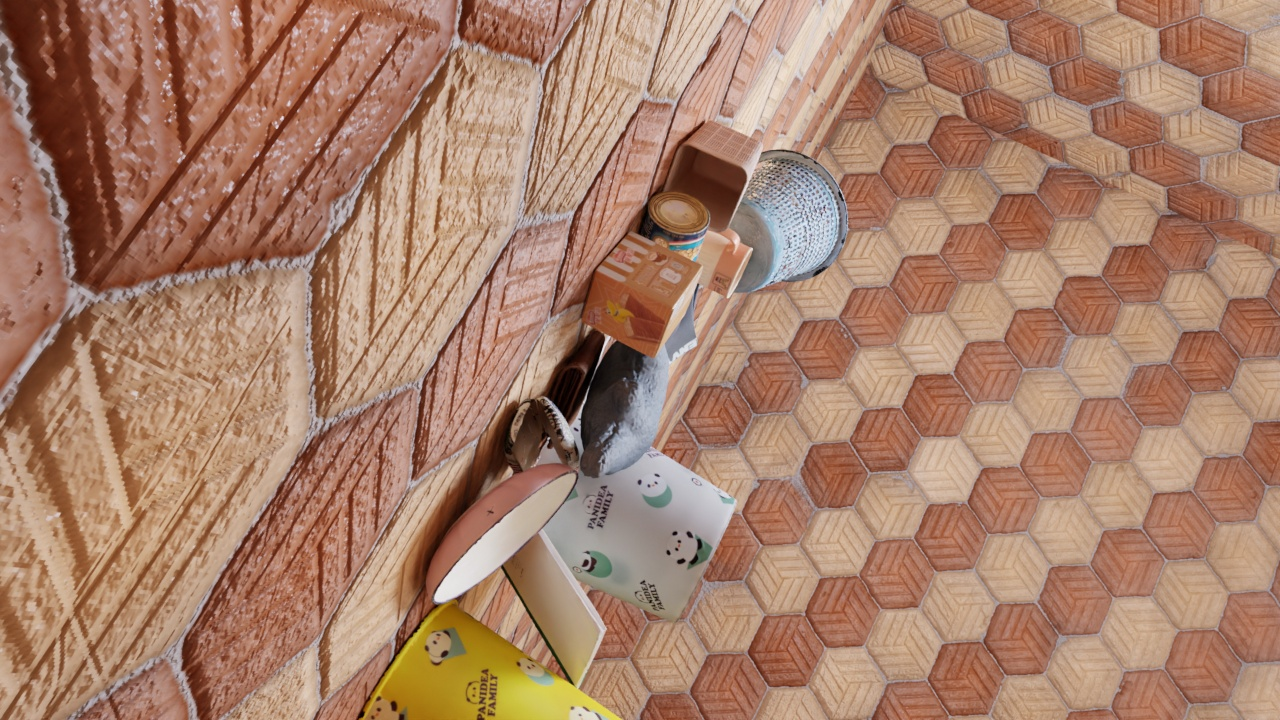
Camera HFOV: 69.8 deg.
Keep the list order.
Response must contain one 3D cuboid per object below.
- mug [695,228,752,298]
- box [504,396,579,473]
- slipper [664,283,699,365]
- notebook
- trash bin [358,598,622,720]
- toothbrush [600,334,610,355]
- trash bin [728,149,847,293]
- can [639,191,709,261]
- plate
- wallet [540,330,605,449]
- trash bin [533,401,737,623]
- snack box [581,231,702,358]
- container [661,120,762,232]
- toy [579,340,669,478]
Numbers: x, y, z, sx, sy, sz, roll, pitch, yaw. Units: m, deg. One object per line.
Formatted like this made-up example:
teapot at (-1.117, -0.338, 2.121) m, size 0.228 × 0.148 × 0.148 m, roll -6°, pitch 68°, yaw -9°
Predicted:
mug at (0.103, -0.159, 1.347) m, size 0.081 × 0.106 × 0.115 m, roll -59°, pitch 171°, yaw -29°
box at (-0.093, 0.086, 0.971) m, size 0.163 × 0.086 × 0.076 m, roll 88°, pitch 15°, yaw -68°
slipper at (0.066, -0.068, 1.517) m, size 0.268 × 0.083 × 0.111 m, roll -63°, pitch 171°, yaw -6°
notebook at (-0.115, 0.271, 1.089) m, size 0.012 × 0.209 × 0.151 m, roll -18°, pitch 146°, yaw -33°
trash bin at (-0.166, 0.432, 1.032) m, size 0.229 × 0.255 × 0.230 m, roll -60°, pitch 171°, yaw -16°
toothbrush at (-0.027, -0.056, 1.179) m, size 0.180 × 0.016 × 0.016 m, roll -62°, pitch -179°, yaw 1°
trash bin at (0.189, -0.207, 1.469) m, size 0.194 × 0.226 × 0.227 m, roll -33°, pitch 152°, yaw -48°
can at (0.033, -0.136, 1.084) m, size 0.075 × 0.075 × 0.111 m, roll -56°, pitch 169°, yaw -41°
plate at (-0.146, 0.168, 0.934) m, size 0.192 × 0.039 × 0.193 m, roll -42°, pitch 167°, yaw -12°
wallet at (-0.081, 0.035, 1.088) m, size 0.125 × 0.032 × 0.101 m, roll -66°, pitch 175°, yaw 27°
trash bin at (-0.023, 0.212, 1.232) m, size 0.229 × 0.252 × 0.230 m, roll -61°, pitch 173°, yaw -13°
snack box at (0.002, -0.073, 1.014) m, size 0.092 × 0.094 × 0.077 m, roll -55°, pitch 169°, yaw -46°
container at (0.090, -0.228, 1.113) m, size 0.110 × 0.090 × 0.090 m, roll -59°, pitch 172°, yaw -52°
toy at (-0.018, 0.037, 1.058) m, size 0.355 × 0.091 × 0.138 m, roll -75°, pitch 171°, yaw -49°
